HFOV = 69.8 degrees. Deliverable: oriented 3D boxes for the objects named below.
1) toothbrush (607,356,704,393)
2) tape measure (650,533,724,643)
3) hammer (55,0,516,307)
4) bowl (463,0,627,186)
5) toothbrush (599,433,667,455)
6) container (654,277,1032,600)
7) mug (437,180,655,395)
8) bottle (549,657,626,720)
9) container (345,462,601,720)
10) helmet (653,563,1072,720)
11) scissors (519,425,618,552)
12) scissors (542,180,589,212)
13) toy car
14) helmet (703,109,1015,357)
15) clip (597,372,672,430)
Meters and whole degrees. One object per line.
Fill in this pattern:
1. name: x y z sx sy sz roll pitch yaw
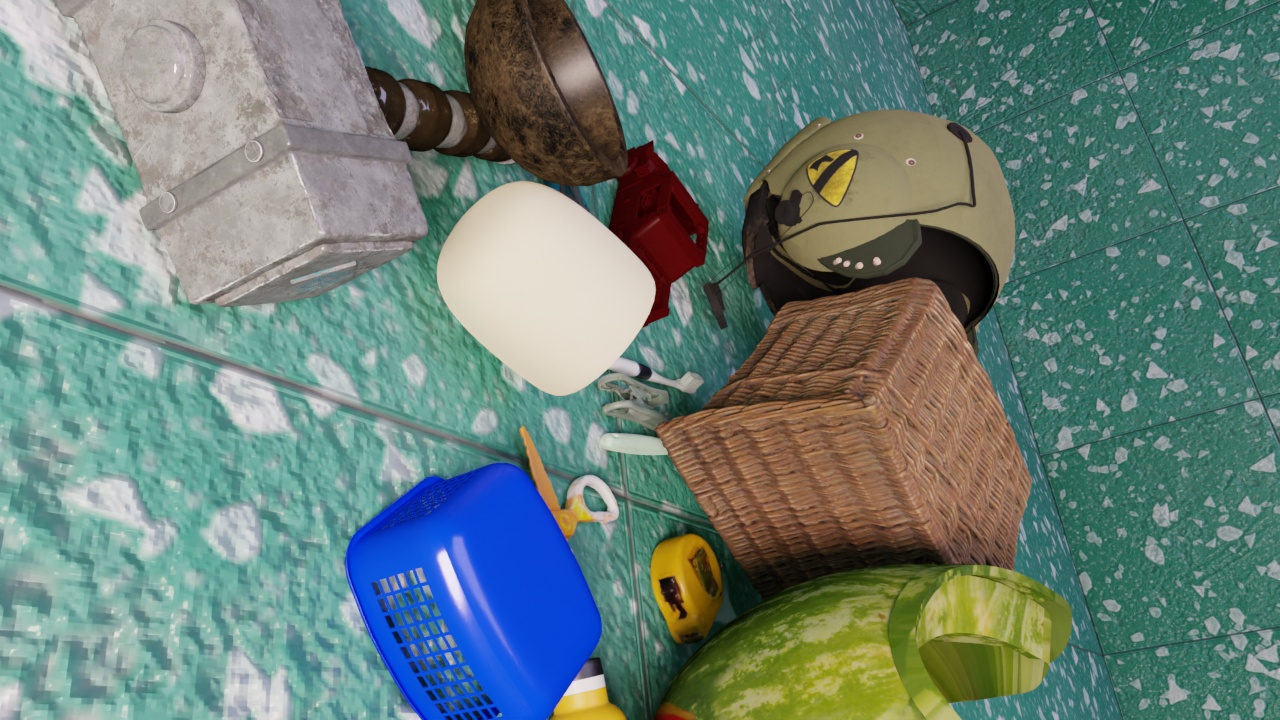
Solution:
1. toothbrush: -0.004 0.004 0.665 0.012 0.017 0.186 52 18 29
2. tape measure: 0.034 0.147 0.620 0.059 0.030 0.068 66 27 -11
3. hammer: -0.126 -0.131 0.489 0.177 0.080 0.325 69 22 0
4. bowl: -0.059 -0.146 0.500 0.121 0.056 0.121 57 20 -35
5. toothbrush: 0.017 0.064 0.664 0.022 0.015 0.154 48 17 30
6. container: 0.164 0.074 0.639 0.250 0.163 0.182 57 47 -23
7. mug: -0.064 -0.050 0.523 0.099 0.096 0.120 41 0 -29
8. bottle: -0.020 0.223 0.455 0.043 0.043 0.143 15 58 -57
9. container: -0.071 0.110 0.427 0.114 0.058 0.096 64 28 -9
10. helmet: 0.119 0.232 0.489 0.243 0.248 0.212 22 36 -18
11. scissors: -0.044 0.096 0.535 0.131 0.011 0.125 -21 92 -64
12. scissors: -0.057 -0.133 0.664 0.133 0.019 0.145 56 29 -22
13. toy car: 0.012 -0.108 0.722 0.070 0.062 0.169 49 34 -34
14. helmet: 0.194 -0.101 0.811 0.250 0.256 0.232 43 40 -42
15. clip: -0.003 0.029 0.644 0.076 0.023 0.044 23 50 -57
